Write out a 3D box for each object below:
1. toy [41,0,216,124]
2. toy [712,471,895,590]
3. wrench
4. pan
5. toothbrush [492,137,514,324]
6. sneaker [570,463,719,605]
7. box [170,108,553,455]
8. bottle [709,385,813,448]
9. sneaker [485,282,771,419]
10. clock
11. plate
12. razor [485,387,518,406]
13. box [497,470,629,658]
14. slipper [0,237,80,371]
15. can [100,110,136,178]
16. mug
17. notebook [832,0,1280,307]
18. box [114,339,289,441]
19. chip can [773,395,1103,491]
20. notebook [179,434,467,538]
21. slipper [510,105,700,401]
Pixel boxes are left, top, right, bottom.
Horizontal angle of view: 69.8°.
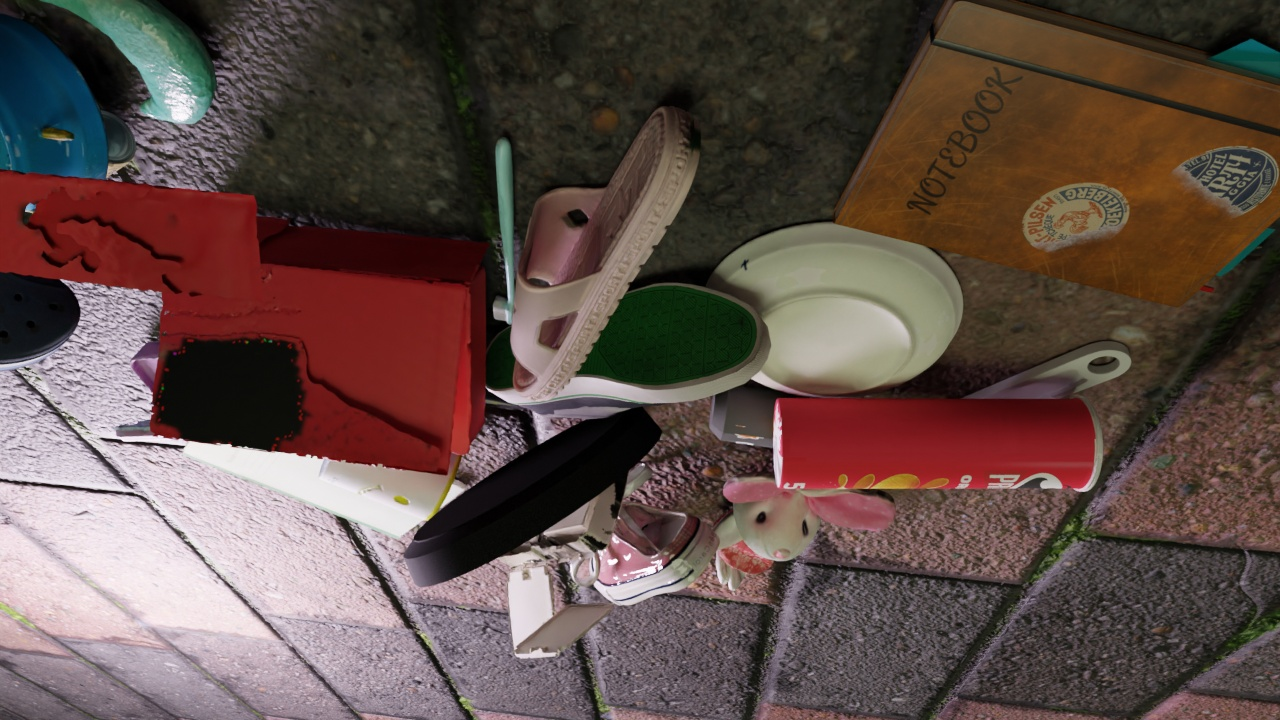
[{"bbox_3d":[-0.289,-0.182,0.532,0.085,0.033,0.105,4,146,26],"label":"toy"},{"bbox_3d":[0.118,0.152,0.845,0.159,0.084,0.195,15,143,-19],"label":"toy"},{"bbox_3d":[0.241,0.042,0.725,0.086,0.018,0.274,32,137,-28],"label":"wrench"},{"bbox_3d":[-0.117,0.114,0.786,0.034,0.224,0.357,59,151,-5],"label":"pan"},{"bbox_3d":[-0.094,-0.083,0.632,0.016,0.016,0.181,17,145,4],"label":"toothbrush"},{"bbox_3d":[-0.012,0.172,0.876,0.088,0.118,0.242,40,155,-7],"label":"sneaker"},{"bbox_3d":[-0.204,-0.079,0.748,0.214,0.324,0.153,5,128,4],"label":"box"},{"bbox_3d":[0.112,0.048,0.736,0.112,0.046,0.047,8,144,2],"label":"bottle"},{"bbox_3d":[-0.004,0.004,0.673,0.236,0.084,0.079,-6,151,34],"label":"sneaker"},{"bbox_3d":[-0.398,-0.152,0.547,0.161,0.060,0.117,38,127,0],"label":"clock"},{"bbox_3d":[0.133,-0.021,0.648,0.182,0.034,0.183,6,144,4],"label":"plate"},{"bbox_3d":[-0.167,0.019,0.746,0.151,0.054,0.067,13,100,-15],"label":"razor"},{"bbox_3d":[-0.075,0.184,0.835,0.144,0.190,0.069,-19,133,42],"label":"box"},{"bbox_3d":[-0.524,-0.081,0.653,0.095,0.104,0.253,-10,138,35],"label":"slipper"},{"bbox_3d":[-0.373,-0.133,0.607,0.080,0.038,0.038,-17,137,31],"label":"can"},{"bbox_3d":[-0.227,0.090,0.838,0.106,0.082,0.083,25,141,-20],"label":"mug"},{"bbox_3d":[0.259,-0.112,0.515,0.249,0.014,0.179,13,144,-5],"label":"notebook"},{"bbox_3d":[-0.341,0.031,0.790,0.214,0.096,0.077,-4,158,17],"label":"box"},{"bbox_3d":[0.210,0.061,0.673,0.220,0.069,0.069,0,143,4],"label":"chip can"},{"bbox_3d":[-0.331,0.113,0.953,0.252,0.010,0.182,28,140,-24],"label":"notebook"},{"bbox_3d":[-0.044,-0.067,0.579,0.064,0.094,0.240,19,137,-20],"label":"slipper"}]
